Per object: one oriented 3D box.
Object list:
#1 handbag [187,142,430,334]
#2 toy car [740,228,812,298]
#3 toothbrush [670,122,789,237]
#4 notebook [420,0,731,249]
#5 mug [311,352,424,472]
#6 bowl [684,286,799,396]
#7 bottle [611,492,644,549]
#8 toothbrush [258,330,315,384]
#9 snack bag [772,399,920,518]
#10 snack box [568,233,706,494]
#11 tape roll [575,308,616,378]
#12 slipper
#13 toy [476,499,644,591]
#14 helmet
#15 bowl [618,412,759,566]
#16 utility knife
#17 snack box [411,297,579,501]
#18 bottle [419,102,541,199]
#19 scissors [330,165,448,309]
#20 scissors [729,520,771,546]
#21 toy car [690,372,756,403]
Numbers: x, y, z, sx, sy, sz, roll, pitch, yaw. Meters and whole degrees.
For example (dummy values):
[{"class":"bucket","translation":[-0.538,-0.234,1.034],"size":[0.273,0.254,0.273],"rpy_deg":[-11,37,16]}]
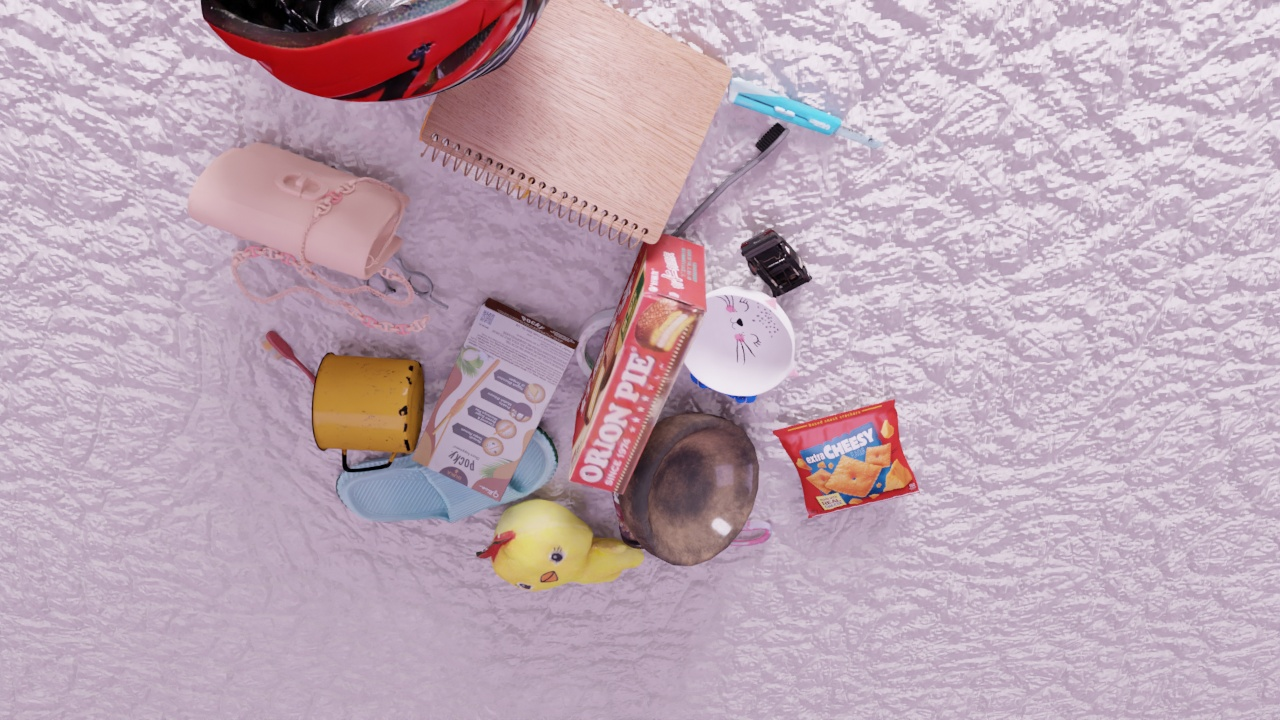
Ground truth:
[{"class":"handbag","translation":[-0.295,-0.079,0.822],"size":[0.199,0.116,0.188],"rpy_deg":[19,123,-3]},{"class":"toy car","translation":[0.125,-0.092,0.853],"size":[0.040,0.037,0.092],"rpy_deg":[-27,147,19]},{"class":"toothbrush","translation":[0.071,-0.152,0.832],"size":[0.013,0.012,0.168],"rpy_deg":[38,120,-15]},{"class":"notebook","translation":[-0.053,-0.203,0.749],"size":[0.210,0.022,0.169],"rpy_deg":[22,98,-14]},{"class":"mug","translation":[-0.276,0.056,0.944],"size":[0.094,0.100,0.124],"rpy_deg":[4,99,-3]},{"class":"bowl","translation":[0.097,-0.026,0.894],"size":[0.115,0.050,0.115],"rpy_deg":[11,125,16]},{"class":"bottle","translation":[-0.003,0.156,1.038],"size":[0.056,0.056,0.105],"rpy_deg":[-6,122,7]},{"class":"toothbrush","translation":[-0.342,0.037,0.993],"size":[0.016,0.015,0.184],"rpy_deg":[-22,124,21]},{"class":"snack bag","translation":[0.229,0.110,1.008],"size":[0.131,0.039,0.144],"rpy_deg":[-16,125,14]},{"class":"snack box","translation":[-0.005,0.005,0.869],"size":[0.060,0.113,0.237],"rpy_deg":[16,127,-10]},{"class":"tape roll","translation":[-0.019,-0.010,0.941],"size":[0.094,0.018,0.094],"rpy_deg":[1,127,1]},{"class":"slipper","translation":[-0.222,0.142,1.036],"size":[0.276,0.069,0.116],"rpy_deg":[-14,129,13]},{"class":"toy","translation":[-0.093,0.223,1.083],"size":[0.207,0.092,0.134],"rpy_deg":[27,130,-29]},{"class":"helmet","translation":[-0.168,-0.278,0.630],"size":[0.272,0.217,0.167],"rpy_deg":[-3,160,17]},{"class":"bowl","translation":[0.044,0.130,0.975],"size":[0.161,0.070,0.162],"rpy_deg":[-10,107,-35]},{"class":"utility knife","translation":[0.143,-0.210,0.785],"size":[0.148,0.015,0.022],"rpy_deg":[15,130,-12]},{"class":"snack box","translation":[-0.149,0.042,0.934],"size":[0.101,0.031,0.186],"rpy_deg":[27,108,-4]},{"class":"bottle","translation":[-0.132,-0.183,0.786],"size":[0.109,0.063,0.063],"rpy_deg":[22,125,-13]},{"class":"scissors","translation":[-0.243,-0.112,0.872],"size":[0.120,0.014,0.160],"rpy_deg":[10,130,8]},{"class":"scissors","translation":[0.069,0.187,1.092],"size":[0.171,0.013,0.175],"rpy_deg":[-4,128,10]},{"class":"toy car","translation":[0.106,0.011,0.956],"size":[0.092,0.061,0.033],"rpy_deg":[22,134,23]}]
